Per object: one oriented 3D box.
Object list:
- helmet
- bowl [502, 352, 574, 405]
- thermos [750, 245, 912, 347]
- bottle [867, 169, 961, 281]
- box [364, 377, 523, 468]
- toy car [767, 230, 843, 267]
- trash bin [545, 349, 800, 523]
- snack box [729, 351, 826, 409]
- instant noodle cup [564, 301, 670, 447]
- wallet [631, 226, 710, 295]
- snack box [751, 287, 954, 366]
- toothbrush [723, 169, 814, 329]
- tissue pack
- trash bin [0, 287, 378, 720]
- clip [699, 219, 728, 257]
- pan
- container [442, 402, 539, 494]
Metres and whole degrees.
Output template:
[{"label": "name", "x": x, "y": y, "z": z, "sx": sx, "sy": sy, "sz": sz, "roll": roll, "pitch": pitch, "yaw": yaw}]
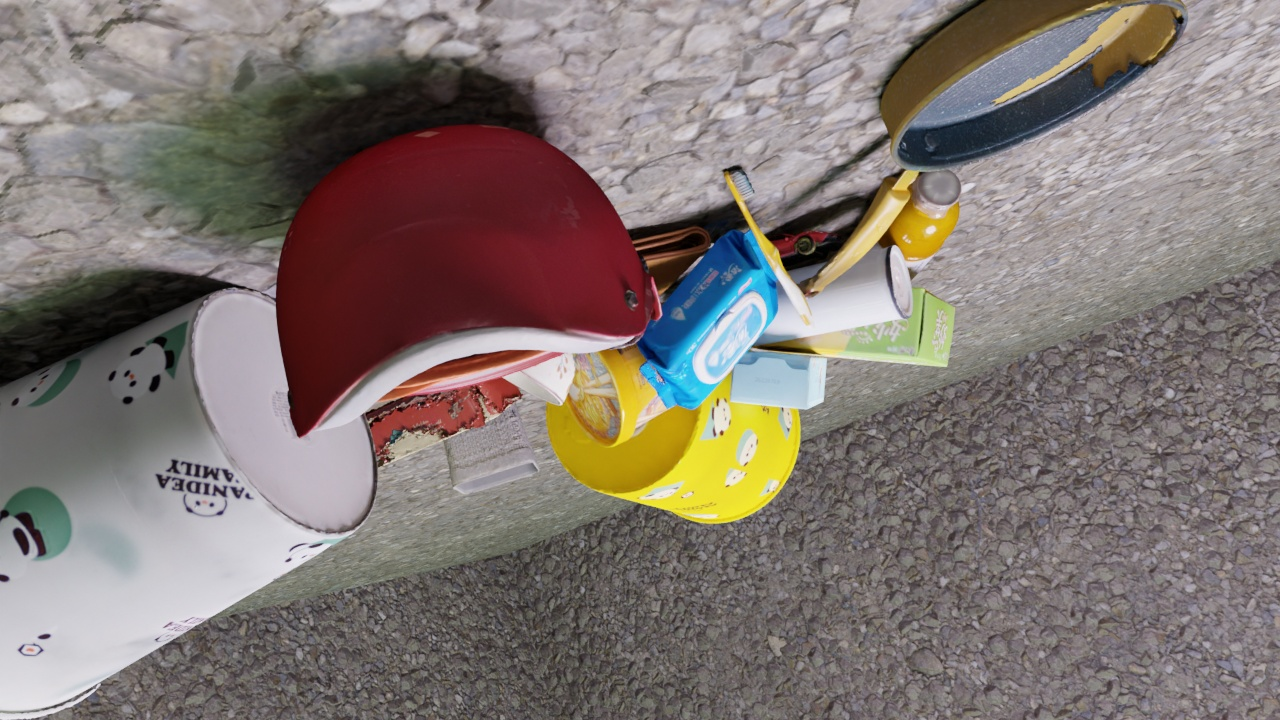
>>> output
[{"label": "helmet", "x": -0.103, "y": -0.053, "z": 0.529, "sx": 0.207, "sy": 0.144, "sz": 0.240, "roll": -18, "pitch": -179, "yaw": 0}, {"label": "bowl", "x": -0.102, "y": -0.015, "z": 0.801, "sx": 0.062, "sy": 0.113, "sz": 0.113, "roll": -59, "pitch": 171, "yaw": -10}, {"label": "thermos", "x": 0.137, "y": -0.053, "z": 0.869, "sx": 0.225, "sy": 0.073, "sz": 0.073, "roll": -11, "pitch": 172, "yaw": 30}, {"label": "bottle", "x": 0.250, "y": -0.123, "z": 0.858, "sx": 0.068, "sy": 0.068, "sz": 0.190, "roll": -17, "pitch": 167, "yaw": -4}, {"label": "box", "x": -0.205, "y": 0.054, "z": 0.899, "sx": 0.168, "sy": 0.080, "sz": 0.091, "roll": -23, "pitch": -173, "yaw": 17}, {"label": "toy car", "x": 0.138, "y": -0.103, "z": 0.862, "sx": 0.106, "sy": 0.031, "sz": 0.049, "roll": -13, "pitch": 173, "yaw": 31}, {"label": "trash bin", "x": 0.036, "y": 0.068, "z": 1.053, "sx": 0.230, "sy": 0.229, "sz": 0.255, "roll": -23, "pitch": 160, "yaw": 21}, {"label": "snack box", "x": 0.143, "y": 0.018, "z": 0.925, "sx": 0.074, "sy": 0.051, "sz": 0.174, "roll": 4, "pitch": -179, "yaw": 16}, {"label": "instant noodle cup", "x": -0.005, "y": 0.005, "z": 0.857, "sx": 0.114, "sy": 0.118, "sz": 0.119, "roll": -24, "pitch": 171, "yaw": -29}, {"label": "wallet", "x": -0.012, "y": -0.073, "z": 0.794, "sx": 0.107, "sy": 0.031, "sz": 0.132, "roll": -14, "pitch": 169, "yaw": -23}, {"label": "snack box", "x": 0.207, "y": -0.039, "z": 0.964, "sx": 0.210, "sy": 0.070, "sz": 0.157, "roll": 6, "pitch": 180, "yaw": 29}, {"label": "toothbrush", "x": 0.111, "y": -0.085, "z": 0.744, "sx": 0.018, "sy": 0.016, "sz": 0.191, "roll": -21, "pitch": 135, "yaw": 18}, {"label": "tissue pack", "x": 0.062, "y": -0.033, "z": 0.768, "sx": 0.157, "sy": 0.052, "sz": 0.095, "roll": -50, "pitch": 148, "yaw": -7}, {"label": "trash bin", "x": -0.340, "y": 0.085, "z": 0.629, "sx": 0.252, "sy": 0.229, "sz": 0.229, "roll": -27, "pitch": 166, "yaw": 9}, {"label": "clip", "x": 0.061, "y": -0.103, "z": 0.803, "sx": 0.027, "sy": 0.045, "sz": 0.058, "roll": -17, "pitch": 173, "yaw": -15}, {"label": "pan", "x": 0.224, "y": -0.151, "z": 0.687, "sx": 0.197, "sy": 0.078, "sz": 0.359, "roll": -7, "pitch": 163, "yaw": -38}, {"label": "container", "x": -0.172, "y": 0.077, "z": 1.010, "sx": 0.090, "sy": 0.114, "sz": 0.090, "roll": -17, "pitch": 167, "yaw": -5}]
